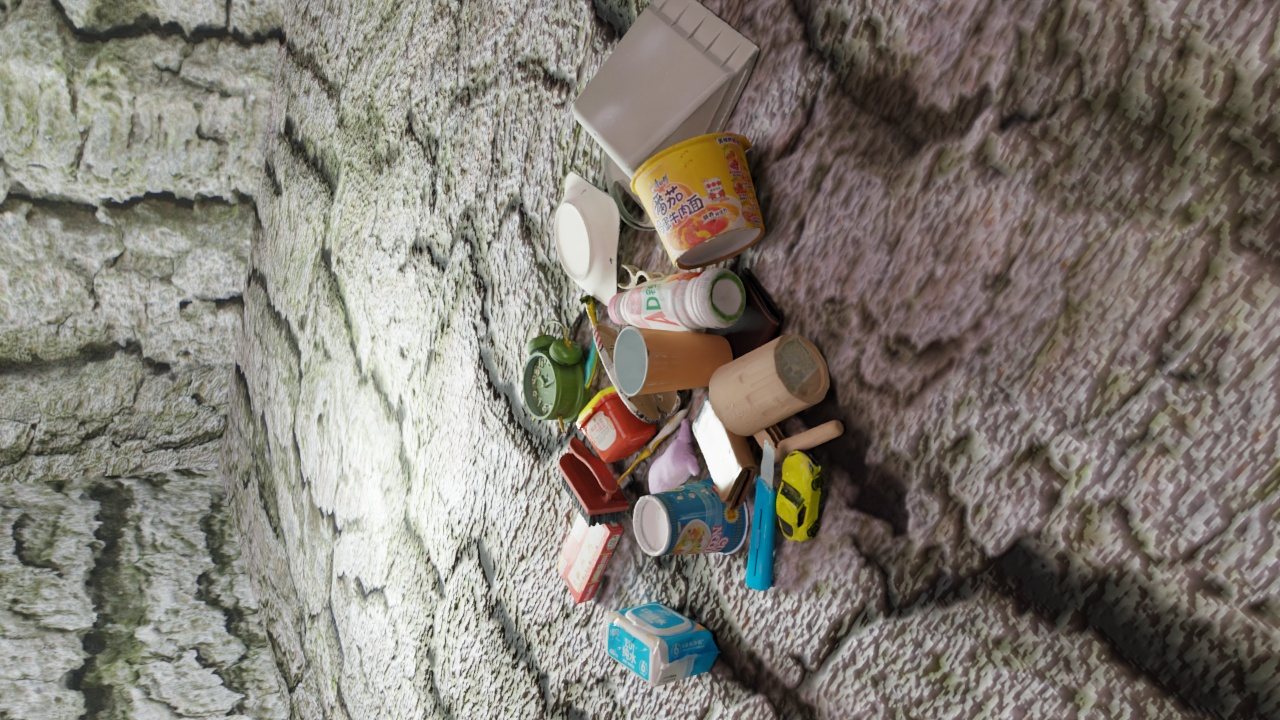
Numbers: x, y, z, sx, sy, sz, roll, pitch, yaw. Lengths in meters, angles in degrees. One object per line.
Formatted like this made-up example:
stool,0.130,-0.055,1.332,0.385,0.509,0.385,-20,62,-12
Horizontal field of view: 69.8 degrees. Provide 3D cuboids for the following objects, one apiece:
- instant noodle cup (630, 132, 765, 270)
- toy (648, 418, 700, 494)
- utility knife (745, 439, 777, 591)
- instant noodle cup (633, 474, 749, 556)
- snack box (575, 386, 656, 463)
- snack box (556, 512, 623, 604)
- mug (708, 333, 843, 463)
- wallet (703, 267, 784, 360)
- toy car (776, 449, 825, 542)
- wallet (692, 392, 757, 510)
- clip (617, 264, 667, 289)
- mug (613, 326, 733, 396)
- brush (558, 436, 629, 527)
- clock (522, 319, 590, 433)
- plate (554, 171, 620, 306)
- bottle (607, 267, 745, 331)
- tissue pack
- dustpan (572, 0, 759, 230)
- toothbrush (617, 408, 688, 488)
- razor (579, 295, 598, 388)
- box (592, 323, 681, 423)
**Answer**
instant noodle cup,0.070,-0.172,1.025,0.138,0.137,0.109,-33,73,50
toy,0.039,0.133,1.156,0.108,0.039,0.083,124,149,-44
utility knife,0.136,0.174,1.013,0.034,0.018,0.191,31,127,49
instant noodle cup,0.054,0.187,1.078,0.099,0.109,0.099,6,97,54
snack box,-0.030,0.085,1.217,0.091,0.081,0.080,-47,65,45
snack box,-0.075,0.274,1.332,0.075,0.025,0.153,51,130,39
mug,0.147,0.043,0.977,0.104,0.084,0.124,-32,90,49
wallet,0.113,-0.032,1.062,0.123,0.020,0.096,-62,40,37
toy car,0.166,0.145,0.975,0.048,0.032,0.105,35,130,48
wallet,0.097,0.102,1.053,0.090,0.033,0.115,105,153,-46
clip,0.006,-0.112,1.196,0.104,0.034,0.083,56,137,47
mug,0.040,0.001,1.048,0.078,0.122,0.078,1,92,60
brush,-0.071,0.166,1.285,0.146,0.063,0.069,46,132,52
clock,-0.127,0.020,1.364,0.116,0.056,0.161,12,101,52
plate,-0.082,-0.169,1.281,0.164,0.034,0.164,42,137,48
bottle,0.035,-0.067,1.085,0.197,0.068,0.068,-3,89,51
tissue pack,0.022,0.350,1.147,0.140,0.089,0.063,13,103,54
dustpan,0.030,-0.304,1.170,0.258,0.142,0.222,-44,51,10
toothbrush,0.016,0.119,1.208,0.018,0.016,0.192,58,136,20
razor,-0.073,-0.026,1.310,0.043,0.028,0.132,158,111,-84
box,-0.011,0.009,1.178,0.076,0.087,0.162,106,144,-50
